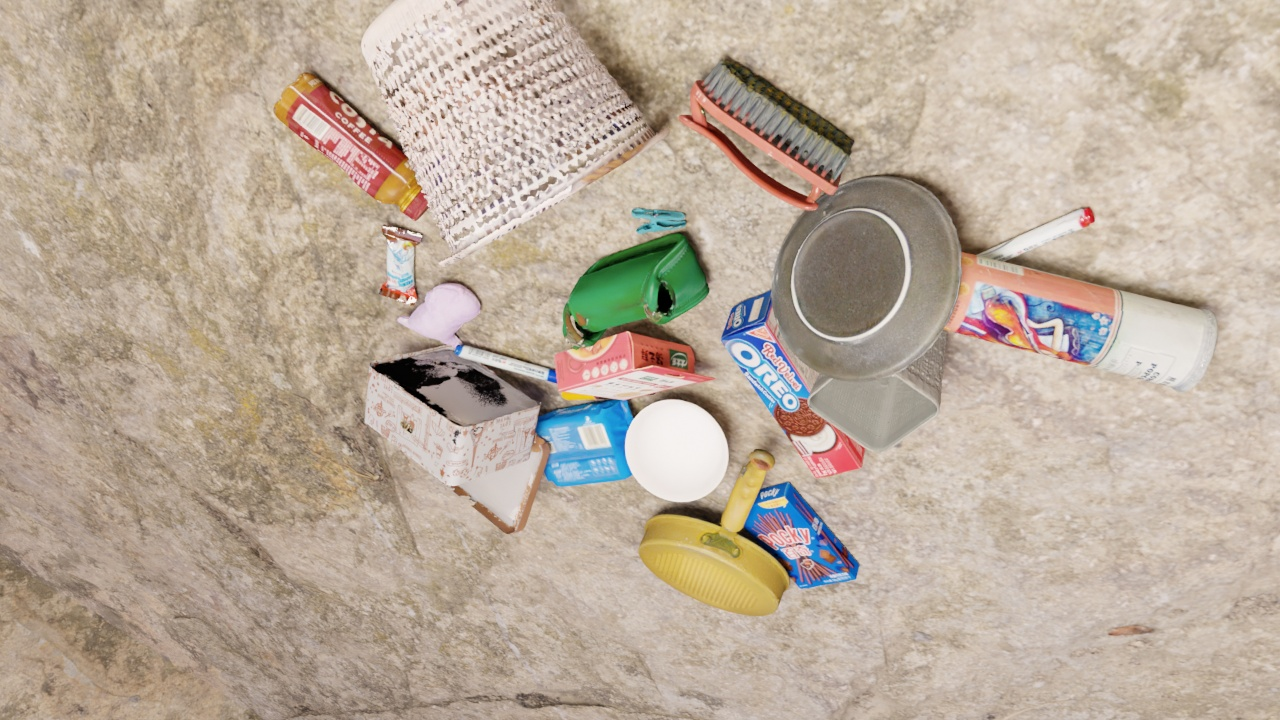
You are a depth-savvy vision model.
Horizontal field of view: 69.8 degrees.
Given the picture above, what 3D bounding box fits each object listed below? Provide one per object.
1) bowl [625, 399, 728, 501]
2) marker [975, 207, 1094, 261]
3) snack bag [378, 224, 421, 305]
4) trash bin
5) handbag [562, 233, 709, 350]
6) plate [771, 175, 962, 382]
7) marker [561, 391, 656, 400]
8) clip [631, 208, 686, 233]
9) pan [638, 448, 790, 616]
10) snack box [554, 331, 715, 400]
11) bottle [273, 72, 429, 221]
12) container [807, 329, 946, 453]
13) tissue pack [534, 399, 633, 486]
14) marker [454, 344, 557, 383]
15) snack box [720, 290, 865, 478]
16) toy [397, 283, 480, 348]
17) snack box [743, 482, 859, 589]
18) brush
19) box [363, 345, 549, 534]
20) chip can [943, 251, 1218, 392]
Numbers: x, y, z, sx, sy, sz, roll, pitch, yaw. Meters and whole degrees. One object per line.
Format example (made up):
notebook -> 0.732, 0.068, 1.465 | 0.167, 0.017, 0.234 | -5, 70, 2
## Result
bowl -> 0.048, 0.094, 1.041 | 0.118, 0.064, 0.118 | 4, 103, 18
marker -> 0.312, -0.093, 0.783 | 0.146, 0.017, 0.017 | -26, 115, 40
snack bag -> -0.277, -0.110, 1.056 | 0.048, 0.026, 0.104 | 16, 137, -4
trash bin -> -0.118, -0.215, 0.765 | 0.228, 0.226, 0.192 | -21, 105, 39
handbag -> -0.006, -0.063, 0.897 | 0.132, 0.119, 0.068 | -12, 118, 36
plate -> 0.181, -0.071, 0.775 | 0.180, 0.179, 0.024 | -24, 157, 40
marker -> -0.037, 0.036, 1.078 | 0.124, 0.015, 0.018 | -3, 129, 26
clip -> 0.018, -0.136, 0.892 | 0.057, 0.015, 0.049 | 4, 129, 23
pan -> 0.104, 0.210, 1.108 | 0.198, 0.078, 0.358 | 22, 151, 7
snack box -> -0.006, 0.006, 0.970 | 0.127, 0.044, 0.113 | -15, 164, 35
bottle -> -0.288, -0.215, 0.941 | 0.175, 0.057, 0.058 | 41, 135, -12
container -> 0.222, 0.005, 0.847 | 0.090, 0.114, 0.090 | 35, 136, -7
tissue pack -> -0.064, 0.100, 1.110 | 0.157, 0.052, 0.095 | -12, 102, 34
marker -> -0.152, 0.006, 1.096 | 0.146, 0.016, 0.017 | 15, 135, 7
snack box -> 0.160, 0.028, 0.941 | 0.057, 0.058, 0.207 | -19, 119, 34
toy -> -0.228, -0.053, 1.074 | 0.084, 0.038, 0.108 | 26, 138, -24
snack box -> 0.189, 0.217, 1.121 | 0.085, 0.026, 0.157 | -24, 116, 41
brush -> 0.103, -0.187, 0.767 | 0.146, 0.063, 0.069 | 33, 123, -3
box -> -0.227, 0.107, 1.097 | 0.183, 0.156, 0.193 | 30, 117, 33
chip can -> 0.350, -0.036, 0.762 | 0.215, 0.071, 0.071 | 15, 135, 6
